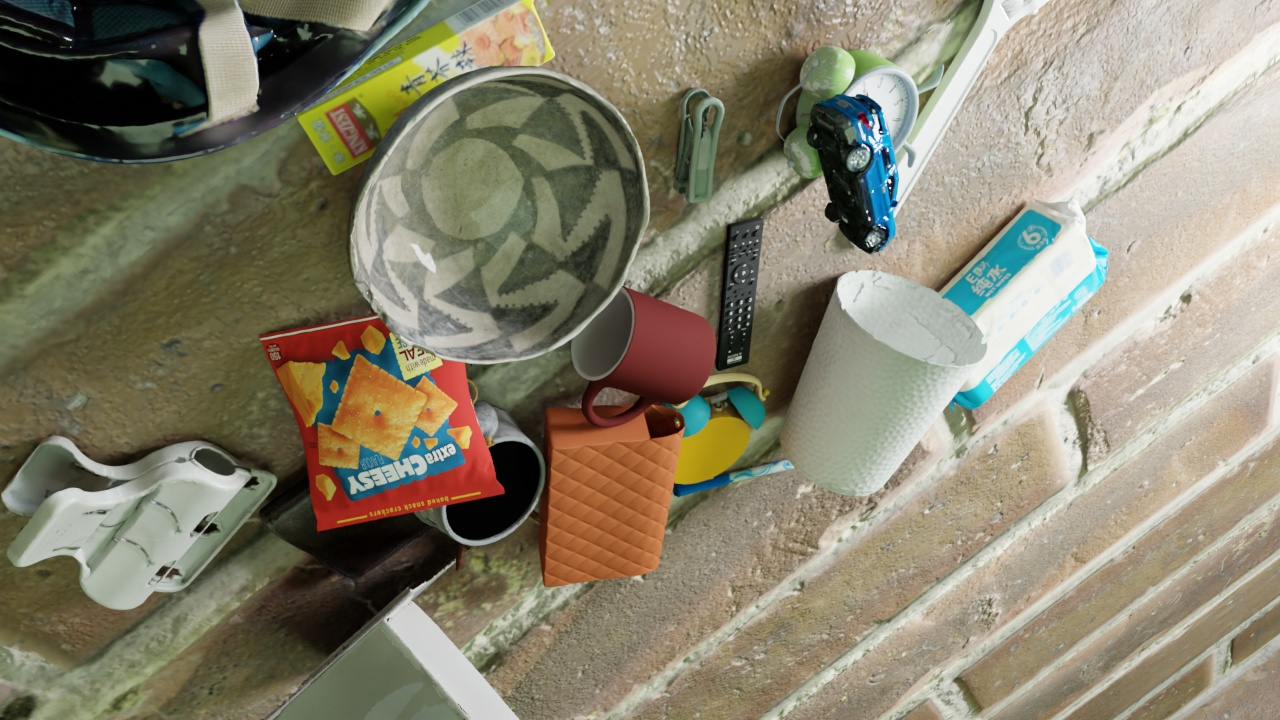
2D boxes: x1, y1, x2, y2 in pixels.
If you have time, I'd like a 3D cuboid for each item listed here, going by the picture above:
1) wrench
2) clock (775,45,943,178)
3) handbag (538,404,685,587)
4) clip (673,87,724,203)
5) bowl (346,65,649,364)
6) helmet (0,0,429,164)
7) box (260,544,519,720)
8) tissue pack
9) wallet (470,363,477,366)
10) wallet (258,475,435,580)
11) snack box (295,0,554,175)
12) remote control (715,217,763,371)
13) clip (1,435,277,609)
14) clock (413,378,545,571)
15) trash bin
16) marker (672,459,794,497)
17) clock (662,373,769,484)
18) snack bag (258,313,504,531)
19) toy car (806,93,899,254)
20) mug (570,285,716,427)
[{"bbox_3d":[0.238,-0.204,0.711,0.066,0.018,0.274,9,121,-34],"label":"wrench"},{"bbox_3d":[0.150,-0.178,0.662,0.119,0.042,0.094,-8,127,-25],"label":"clock"},{"bbox_3d":[-0.027,0.109,0.766,0.108,0.060,0.172,-2,131,-11],"label":"handbag"},{"bbox_3d":[0.039,-0.148,0.633,0.023,0.045,0.076,-12,129,-24],"label":"clip"},{"bbox_3d":[-0.089,-0.091,0.539,0.178,0.081,0.179,-18,131,-23],"label":"bowl"},{"bbox_3d":[-0.186,-0.218,0.348,0.265,0.166,0.225,-33,137,-1],"label":"helmet"},{"bbox_3d":[-0.198,0.226,0.715,0.167,0.380,0.172,-41,118,5],"label":"box"},{"bbox_3d":[0.344,-0.054,0.858,0.209,0.066,0.117,-45,133,7],"label":"tissue pack"},{"bbox_3d":[-0.092,-0.054,0.631,0.089,0.026,0.115,-25,134,-13],"label":"wallet"},{"bbox_3d":[-0.212,0.113,0.694,0.099,0.031,0.120,-34,140,-4],"label":"wallet"},{"bbox_3d":[-0.123,-0.162,0.526,0.148,0.029,0.040,-30,134,-6],"label":"snack box"},{"bbox_3d":[0.080,-0.051,0.744,0.030,0.009,0.140,-15,131,-20],"label":"remote control"},{"bbox_3d":[-0.330,0.105,0.600,0.125,0.075,0.144,-48,143,8],"label":"clip"},{"bbox_3d":[-0.124,0.077,0.690,0.103,0.056,0.148,-27,130,-32],"label":"clock"},{"bbox_3d":[0.199,0.025,0.797,0.133,0.133,0.162,-2,130,-29],"label":"trash bin"},{"bbox_3d":[0.096,0.110,0.879,0.141,0.013,0.013,-9,129,-24],"label":"marker"},{"bbox_3d":[0.057,0.061,0.799,0.099,0.043,0.130,-3,133,-28],"label":"clock"},{"bbox_3d":[-0.172,0.038,0.621,0.130,0.039,0.144,-11,109,-4],"label":"snack bag"},{"bbox_3d":[0.152,-0.128,0.634,0.043,0.056,0.120,-31,133,-7],"label":"toy car"},{"bbox_3d":[-0.004,0.004,0.689,0.082,0.073,0.106,18,101,-38],"label":"mug"}]
